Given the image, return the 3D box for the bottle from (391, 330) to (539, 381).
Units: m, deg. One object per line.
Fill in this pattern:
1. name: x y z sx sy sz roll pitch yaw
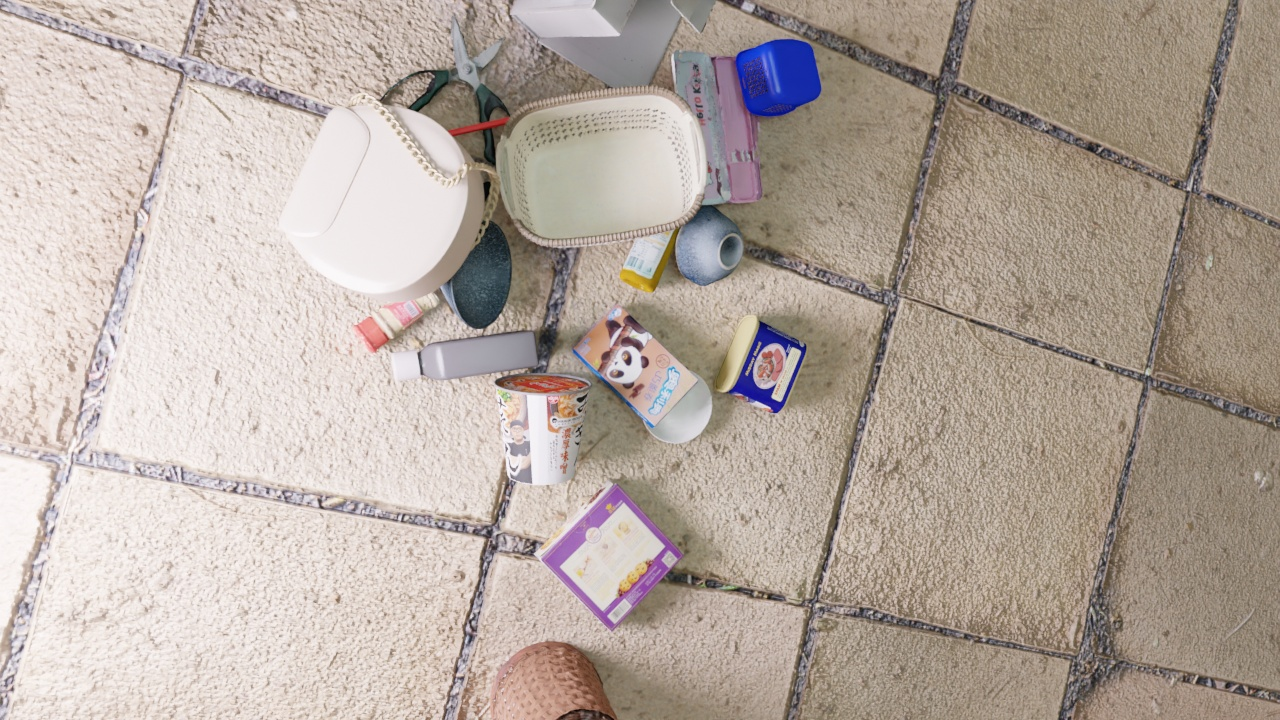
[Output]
1. bottle: -0.221 -0.004 1.148 0.173 0.084 0.046 -9 95 -16

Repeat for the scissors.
1. scissors: -0.245 -0.331 1.164 0.202 0.015 0.202 -16 97 -15

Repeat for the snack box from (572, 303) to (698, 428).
1. snack box: -0.007 0.007 1.222 0.151 0.034 0.087 44 80 2

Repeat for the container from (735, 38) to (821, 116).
1. container: 0.193 -0.390 1.255 0.114 0.058 0.096 -18 97 -40

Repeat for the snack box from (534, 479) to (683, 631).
1. snack box: -0.041 0.262 1.237 0.143 0.041 0.148 -44 104 -11

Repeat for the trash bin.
1. trash bin: -0.097 0.455 1.139 0.151 0.210 0.151 -1 93 -18

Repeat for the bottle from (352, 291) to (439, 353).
1. bottle: -0.303 -0.056 1.141 0.109 0.044 0.044 -39 103 -13

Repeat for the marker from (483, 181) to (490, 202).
1. marker: -0.231 -0.172 1.175 0.022 0.016 0.138 30 83 15

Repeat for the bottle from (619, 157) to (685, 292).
1. bottle: 0.031 -0.185 1.236 0.053 0.053 0.186 26 84 -17

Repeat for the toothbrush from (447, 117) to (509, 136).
1. toothbrush: -0.162 -0.315 1.179 0.212 0.012 0.018 -19 99 -23

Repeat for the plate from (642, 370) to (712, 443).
1. plate: 0.046 0.061 1.264 0.104 0.026 0.104 -1 93 -17

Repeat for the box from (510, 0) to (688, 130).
1. box: -0.020 -0.443 1.268 0.174 0.422 0.167 23 84 20

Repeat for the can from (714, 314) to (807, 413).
1. can: 0.170 0.008 1.286 0.092 0.056 0.116 25 85 -18

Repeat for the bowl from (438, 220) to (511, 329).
1. bowl: -0.220 -0.109 1.147 0.057 0.137 0.137 7 90 22

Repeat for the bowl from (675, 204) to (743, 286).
1. bowl: 0.103 -0.152 1.240 0.110 0.055 0.110 -15 114 -39

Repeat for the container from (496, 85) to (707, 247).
1. container: -0.047 -0.229 1.137 0.246 0.143 0.184 -7 87 -1

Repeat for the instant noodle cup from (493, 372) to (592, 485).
1. instant noodle cup: -0.126 0.088 1.170 0.123 0.123 0.122 -1 101 -18

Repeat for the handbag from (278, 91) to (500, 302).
1. handbag: -0.289 -0.178 1.036 0.208 0.103 0.210 24 88 10

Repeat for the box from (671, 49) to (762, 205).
1. box: 0.101 -0.311 1.236 0.152 0.038 0.201 -12 96 -39
